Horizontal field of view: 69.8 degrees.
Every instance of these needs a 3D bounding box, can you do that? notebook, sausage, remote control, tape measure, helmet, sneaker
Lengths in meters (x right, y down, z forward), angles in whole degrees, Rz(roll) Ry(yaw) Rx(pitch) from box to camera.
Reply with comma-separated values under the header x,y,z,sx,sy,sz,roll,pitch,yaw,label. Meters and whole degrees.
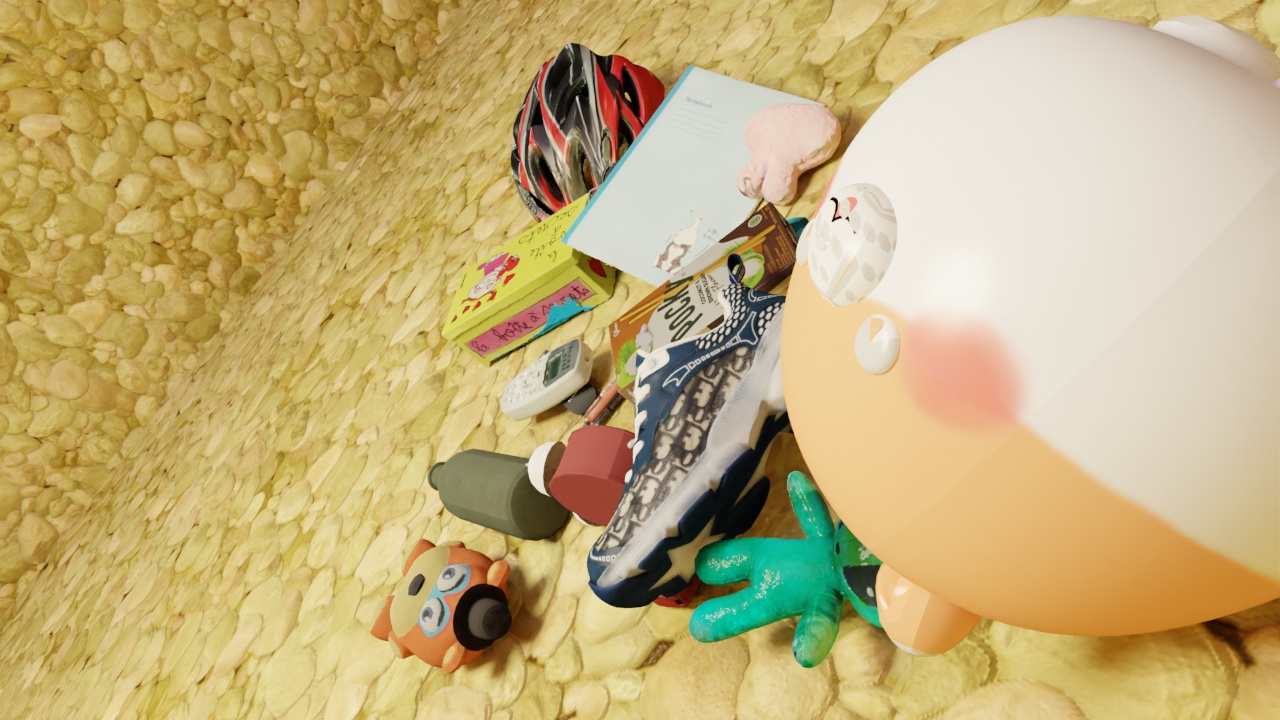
x,y,z,sx,sy,sz,roll,pitch,yaw,label
0.051,-0.193,0.959,0.181,0.009,0.253,28,78,33,notebook
-0.005,0.005,0.879,0.155,0.020,0.020,-53,30,-4,sausage
-0.096,0.022,0.936,0.115,0.028,0.060,-29,37,31,remote control
-0.085,0.021,0.969,0.033,0.015,0.147,-52,30,-3,remote control
0.027,0.153,0.676,0.052,0.019,0.058,-11,41,50,tape measure
-0.073,-0.277,1.166,0.218,0.167,0.271,-26,50,40,helmet
0.035,0.043,0.649,0.132,0.103,0.269,32,76,27,sneaker

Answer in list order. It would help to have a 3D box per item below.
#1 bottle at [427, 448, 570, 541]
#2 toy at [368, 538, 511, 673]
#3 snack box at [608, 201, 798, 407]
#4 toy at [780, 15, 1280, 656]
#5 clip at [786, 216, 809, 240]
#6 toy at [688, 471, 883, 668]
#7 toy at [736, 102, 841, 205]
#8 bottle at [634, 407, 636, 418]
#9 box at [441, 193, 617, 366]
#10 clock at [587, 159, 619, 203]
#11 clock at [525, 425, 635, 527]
x,y,z,sx,sy,sz,roll,pitch,yaw,label
-0.148,0.123,0.885,0.207,0.071,0.071,1,57,53,bottle
-0.168,0.213,0.803,0.176,0.096,0.112,3,57,40,toy
0.056,-0.047,0.787,0.186,0.031,0.101,-37,32,18,snack box
0.185,-0.007,0.411,0.281,0.265,0.262,-53,29,25,toy
0.105,-0.083,0.828,0.120,0.027,0.103,-31,38,29,clip
0.118,0.125,0.545,0.194,0.072,0.130,-19,43,28,toy
0.137,-0.200,0.886,0.108,0.053,0.105,28,88,45,toy
0.014,0.050,0.793,0.030,0.030,0.113,-48,30,2,bottle
-0.126,-0.093,1.089,0.222,0.080,0.124,-26,37,36,box
0.000,-0.195,1.023,0.123,0.044,0.091,-6,52,1,clock
-0.030,0.096,0.737,0.138,0.096,0.048,-13,45,42,clock
